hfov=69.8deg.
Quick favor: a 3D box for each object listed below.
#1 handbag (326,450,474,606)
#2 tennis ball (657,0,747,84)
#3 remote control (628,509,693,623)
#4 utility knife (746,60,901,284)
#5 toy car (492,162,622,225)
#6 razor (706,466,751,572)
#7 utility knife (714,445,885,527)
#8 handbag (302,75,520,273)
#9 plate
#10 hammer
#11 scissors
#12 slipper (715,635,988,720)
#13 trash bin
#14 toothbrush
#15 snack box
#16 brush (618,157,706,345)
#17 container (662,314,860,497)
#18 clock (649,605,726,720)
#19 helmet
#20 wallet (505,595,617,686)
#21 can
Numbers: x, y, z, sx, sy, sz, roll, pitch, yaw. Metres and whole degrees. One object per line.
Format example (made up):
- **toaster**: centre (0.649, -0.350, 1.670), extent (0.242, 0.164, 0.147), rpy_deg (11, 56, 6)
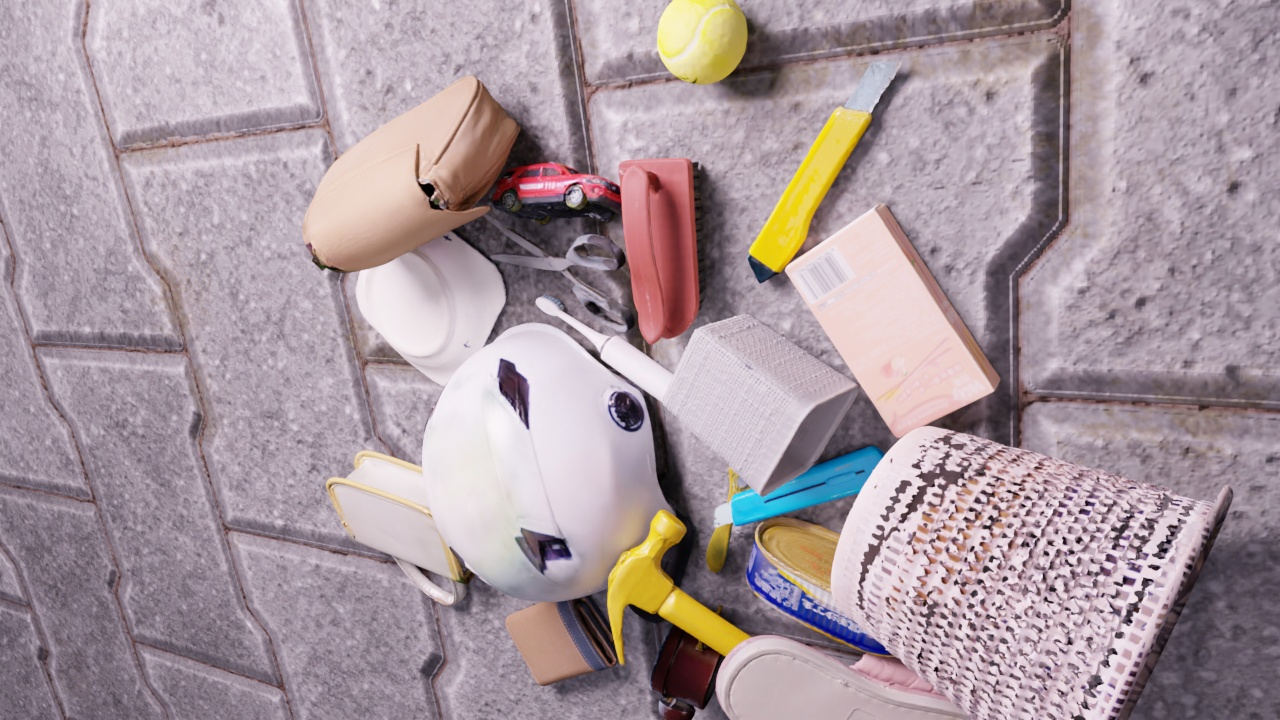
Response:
- **handbag**: centre (-0.249, 0.192, 1.013), extent (0.163, 0.063, 0.179), rpy_deg (14, 130, 26)
- **tennis ball**: centre (0.044, -0.233, 0.660), extent (0.065, 0.065, 0.065), rpy_deg (11, 114, 27)
- **remote control**: centre (0.014, 0.199, 0.872), extent (0.053, 0.024, 0.137), rpy_deg (26, 120, 20)
- **utility knife**: centre (0.132, -0.136, 0.676), extent (0.033, 0.015, 0.193), rpy_deg (36, 123, 10)
- **toy car**: centre (-0.069, -0.141, 0.770), extent (0.121, 0.052, 0.045), rpy_deg (7, 87, 33)
- **razor**: centre (0.079, 0.141, 0.812), extent (0.043, 0.028, 0.133), rpy_deg (25, 121, 16)
- **utility knife**: centre (0.130, 0.108, 0.755), extent (0.162, 0.018, 0.034), rpy_deg (-23, 91, 24)
- **handbag**: centre (-0.196, -0.151, 0.792), extent (0.205, 0.147, 0.100), rpy_deg (-17, 131, 36)
- **plate**: centre (-0.219, -0.061, 0.903), extent (0.163, 0.034, 0.165), rpy_deg (39, 124, 12)
- **hammer**: centre (0.102, 0.258, 0.786), extent (0.300, 0.033, 0.129), rpy_deg (34, 96, -5)
- **scissors**: centre (-0.070, -0.083, 0.800), extent (0.159, 0.014, 0.179), rpy_deg (52, 149, -15)
- **slipper**: centre (0.186, 0.292, 0.745), extent (0.274, 0.054, 0.114), rpy_deg (23, 101, -10)
- **trash bin**: centre (0.247, 0.147, 0.616), extent (0.192, 0.226, 0.228), rpy_deg (26, 121, 34)
- **toothbrush**: centre (-0.005, 0.005, 0.806), extent (0.221, 0.026, 0.027), rpy_deg (35, 121, 15)
- **snack box**: centre (0.185, -0.028, 0.681), extent (0.085, 0.026, 0.157), rpy_deg (-34, 90, 35)
- **brush**: centre (0.015, -0.086, 0.732), extent (0.063, 0.069, 0.146), rpy_deg (5, 111, 30)
- **container**: centre (0.089, 0.029, 0.717), extent (0.114, 0.090, 0.090), rpy_deg (39, 123, 25)
- **clock**: centre (0.046, 0.287, 0.854), extent (0.055, 0.081, 0.122), rpy_deg (19, 114, 16)
- **helmet**: centre (-0.109, 0.104, 0.826), extent (0.230, 0.145, 0.258), rpy_deg (-19, 94, 37)
- **wallet**: centre (-0.084, 0.292, 0.963), extent (0.116, 0.033, 0.090), rpy_deg (-32, 88, 36)
- **can**: centre (0.159, 0.184, 0.751), extent (0.148, 0.074, 0.049), rpy_deg (22, 121, 22)
